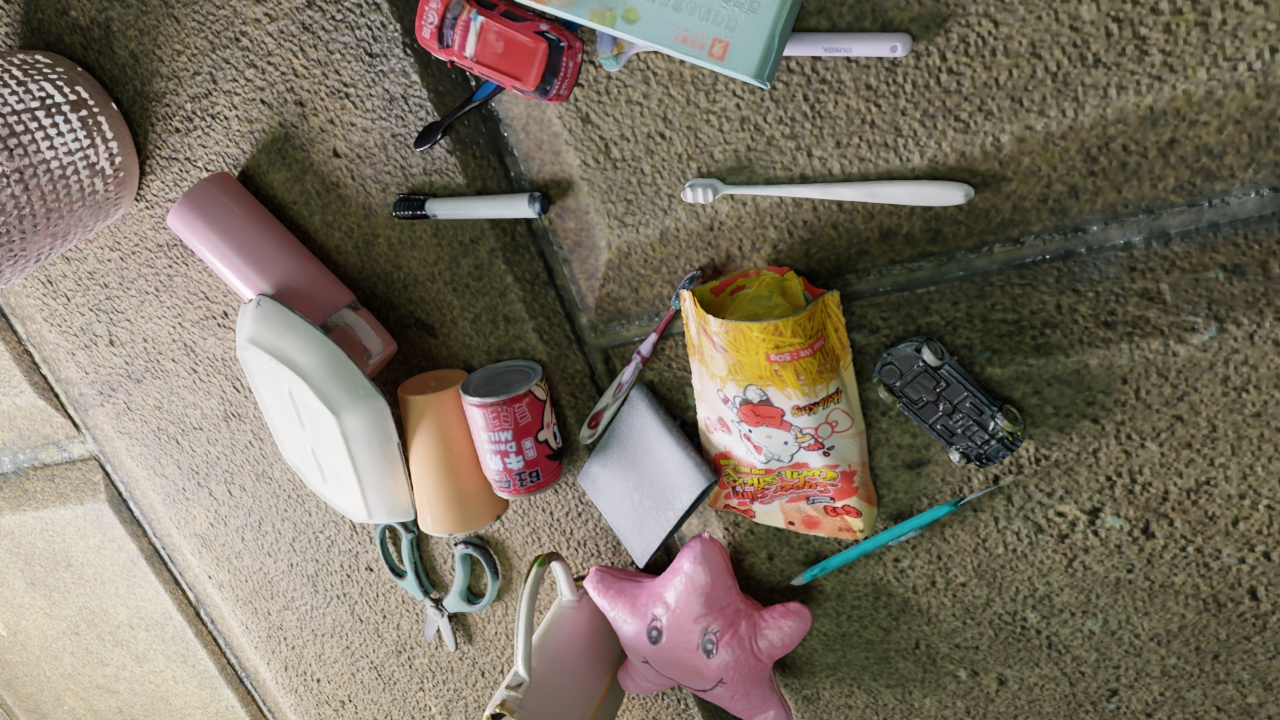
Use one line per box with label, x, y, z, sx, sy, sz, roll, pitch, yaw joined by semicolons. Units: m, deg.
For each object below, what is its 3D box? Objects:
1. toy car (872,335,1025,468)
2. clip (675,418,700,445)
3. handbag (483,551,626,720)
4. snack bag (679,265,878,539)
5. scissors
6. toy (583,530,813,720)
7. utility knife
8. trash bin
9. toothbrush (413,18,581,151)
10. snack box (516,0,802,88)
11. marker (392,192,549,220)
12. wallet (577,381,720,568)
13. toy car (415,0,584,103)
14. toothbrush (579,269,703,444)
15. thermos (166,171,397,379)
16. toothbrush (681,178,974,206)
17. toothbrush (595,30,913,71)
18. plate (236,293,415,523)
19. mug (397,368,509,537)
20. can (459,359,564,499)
toy car;0.198;0.025;0.590;0.105;0.031;0.049;41;125;-2
clip;0.023;0.069;0.707;0.048;0.014;0.057;35;125;0
handbag;-0.069;0.255;0.764;0.063;0.163;0.179;0;117;23
snack bag;0.094;0.039;0.636;0.129;0.073;0.208;2;125;23
scissors;-0.183;0.221;0.887;0.169;0.019;0.178;-3;114;26
toy;0.040;0.210;0.743;0.195;0.074;0.179;11;112;22
utility knife;0.190;0.120;0.650;0.210;0.029;0.013;-38;71;35
trash bin;-0.530;-0.153;0.728;0.228;0.191;0.228;12;122;19
toothbrush;-0.090;-0.191;0.616;0.190;0.016;0.014;-27;94;31
snack box;0.005;-0.218;0.518;0.175;0.051;0.074;24;106;14
marker;-0.126;-0.114;0.672;0.131;0.018;0.023;2;108;24
wallet;0.002;0.090;0.707;0.097;0.019;0.121;52;131;24
toy car;-0.093;-0.204;0.580;0.120;0.045;0.053;29;114;19
toothbrush;-0.004;0.004;0.681;0.016;0.017;0.188;37;125;3
thermos;-0.283;-0.063;0.737;0.198;0.067;0.087;45;152;-2
toothbrush;0.111;-0.104;0.568;0.180;0.016;0.016;5;126;22
toothbrush;0.063;-0.186;0.541;0.189;0.021;0.029;6;138;20
plate;-0.267;0.057;0.767;0.162;0.034;0.266;31;145;18
mug;-0.158;0.073;0.760;0.078;0.078;0.123;2;113;24
can;-0.099;0.055;0.723;0.067;0.066;0.094;1;117;24
